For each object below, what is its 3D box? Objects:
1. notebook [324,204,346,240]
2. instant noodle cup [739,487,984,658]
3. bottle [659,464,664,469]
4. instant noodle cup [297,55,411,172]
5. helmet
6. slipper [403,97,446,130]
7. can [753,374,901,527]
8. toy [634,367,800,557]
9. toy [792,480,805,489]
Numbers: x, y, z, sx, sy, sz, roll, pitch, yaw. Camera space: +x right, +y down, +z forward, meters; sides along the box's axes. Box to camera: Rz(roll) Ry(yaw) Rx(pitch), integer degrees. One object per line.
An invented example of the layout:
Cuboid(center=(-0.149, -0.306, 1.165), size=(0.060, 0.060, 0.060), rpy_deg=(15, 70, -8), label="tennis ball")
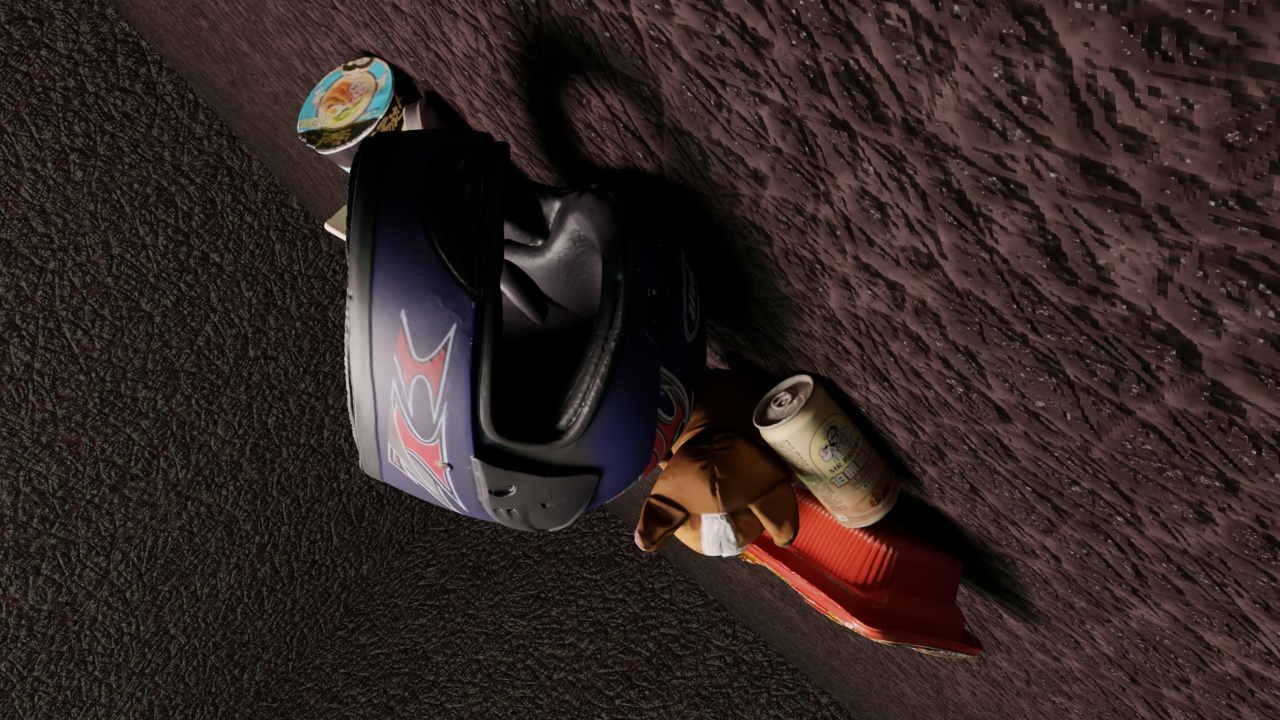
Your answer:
Cuboid(center=(-0.202, -0.115, 0.951), size=(0.207, 0.008, 0.147), rpy_deg=(31, -146, -8), label="notebook")
Cuboid(center=(0.182, 0.168, 0.765), size=(0.164, 0.079, 0.189), rpy_deg=(20, -176, -38), label="instant noodle cup")
Cuboid(center=(0.037, 0.104, 1.155), size=(0.057, 0.057, 0.175), rpy_deg=(27, 160, 54), label="bottle")
Cuboid(center=(-0.251, -0.216, 0.903), size=(0.111, 0.111, 0.120), rpy_deg=(35, 175, 35), label="instant noodle cup")
Cuboid(center=(-0.071, -0.018, 0.649), size=(0.240, 0.246, 0.316), rpy_deg=(2, 150, -9), label="helmet")
Cuboid(center=(-0.156, -0.110, 0.844), size=(0.114, 0.054, 0.274), rpy_deg=(29, -134, -86), label="slipper")
Cuboid(center=(0.141, 0.069, 0.689), size=(0.116, 0.058, 0.058), rpy_deg=(47, 168, -19), label="can")
Cuboid(center=(0.062, 0.093, 0.738), size=(0.199, 0.140, 0.130), rpy_deg=(-85, -18, -70), label="toy")
Cuboid(center=(0.137, 0.115, 0.900), size=(0.108, 0.039, 0.083), rpy_deg=(56, -179, -45), label="toy")
